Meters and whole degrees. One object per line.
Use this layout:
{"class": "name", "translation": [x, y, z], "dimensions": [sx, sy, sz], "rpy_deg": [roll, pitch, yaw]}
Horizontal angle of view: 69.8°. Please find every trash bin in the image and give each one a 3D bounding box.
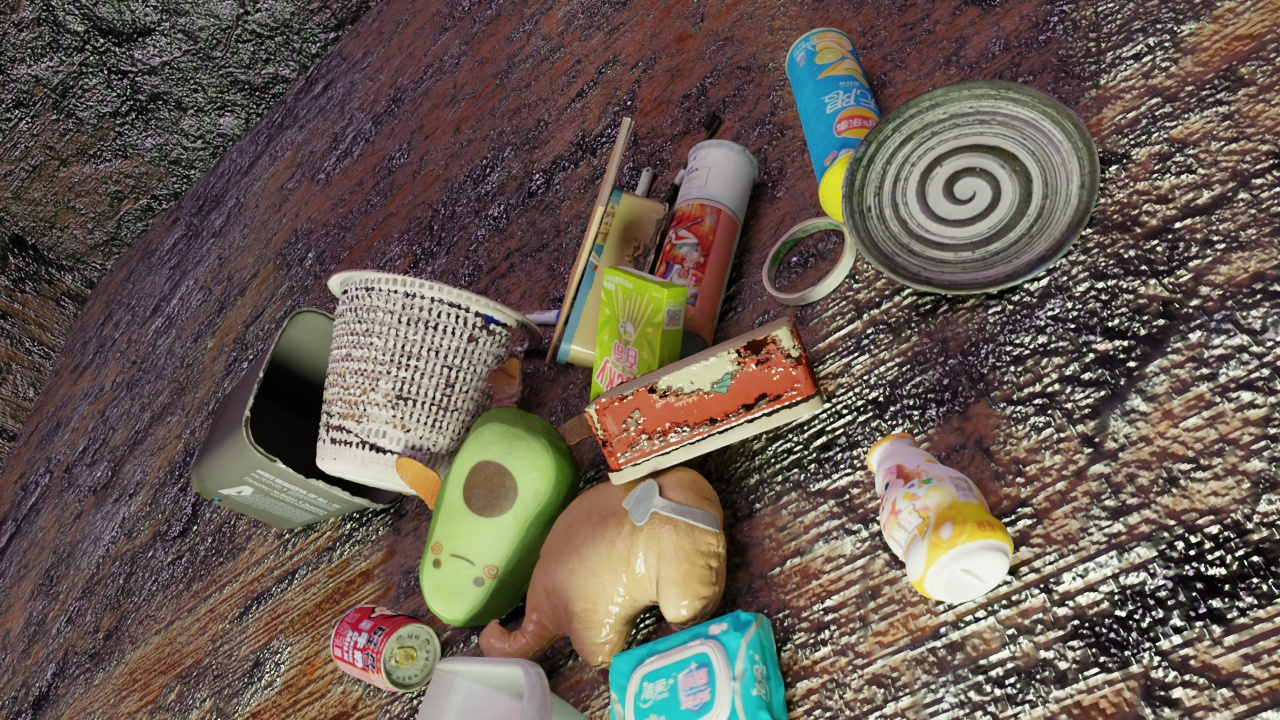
{"class": "trash bin", "translation": [-0.396, 0.088, 1.077], "dimensions": [0.220, 0.199, 0.198], "rpy_deg": [-27, 42, 38]}
{"class": "trash bin", "translation": [-0.231, 0.035, 0.939], "dimensions": [0.228, 0.227, 0.192], "rpy_deg": [-2, 70, 46]}

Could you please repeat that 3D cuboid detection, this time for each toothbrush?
{"class": "toothbrush", "translation": [0.039, -0.194, 0.994], "dimensions": [0.012, 0.017, 0.185], "rpy_deg": [16, 71, 49]}
{"class": "toothbrush", "translation": [-0.013, -0.141, 1.003], "dimensions": [0.020, 0.029, 0.189], "rpy_deg": [109, 179, -60]}

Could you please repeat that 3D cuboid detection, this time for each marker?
{"class": "marker", "translation": [-0.133, -0.049, 1.051], "dimensions": [0.146, 0.017, 0.016], "rpy_deg": [3, 61, 48]}

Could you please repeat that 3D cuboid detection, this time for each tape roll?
{"class": "tape roll", "translation": [0.145, -0.086, 0.789], "dimensions": [0.086, 0.014, 0.085], "rpy_deg": [-28, 41, 28]}

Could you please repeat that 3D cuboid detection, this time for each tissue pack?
{"class": "tissue pack", "translation": [0.033, 0.228, 0.602], "dimensions": [0.134, 0.050, 0.093], "rpy_deg": [-30, 42, 27]}

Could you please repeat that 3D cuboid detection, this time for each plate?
{"class": "plate", "translation": [0.240, -0.127, 0.681], "dimensions": [0.180, 0.024, 0.179], "rpy_deg": [-8, 68, 19]}

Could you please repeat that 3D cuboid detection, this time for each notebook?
{"class": "notebook", "translation": [-0.053, -0.116, 0.915], "dimensions": [0.212, 0.012, 0.149], "rpy_deg": [115, 171, -45]}

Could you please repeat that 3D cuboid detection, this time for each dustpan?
{"class": "dustpan", "translation": [-0.131, 0.297, 0.603], "dimensions": [0.258, 0.142, 0.222], "rpy_deg": [-4, 54, 35]}

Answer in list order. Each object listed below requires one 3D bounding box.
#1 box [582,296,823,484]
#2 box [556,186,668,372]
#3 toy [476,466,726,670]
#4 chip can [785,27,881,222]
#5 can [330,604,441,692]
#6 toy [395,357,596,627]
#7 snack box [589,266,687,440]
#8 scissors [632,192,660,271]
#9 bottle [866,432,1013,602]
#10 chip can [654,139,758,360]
{"class": "box", "translation": [0.045, 0.021, 0.689], "dimensions": [0.168, 0.080, 0.091], "rpy_deg": [-23, 5, 12]}
{"class": "box", "translation": [-0.029, -0.067, 0.869], "dimensions": [0.090, 0.061, 0.184], "rpy_deg": [128, 162, -78]}
{"class": "toy", "translation": [-0.031, 0.162, 0.704], "dimensions": [0.227, 0.082, 0.143], "rpy_deg": [-31, 38, 28]}
{"class": "chip can", "translation": [0.177, -0.215, 0.817], "dimensions": [0.071, 0.071, 0.209], "rpy_deg": [-30, 41, 26]}
{"class": "can", "translation": [-0.233, 0.263, 0.842], "dimensions": [0.094, 0.066, 0.066], "rpy_deg": [-2, 57, 46]}
{"class": "toy", "translation": [-0.122, 0.124, 0.806], "dimensions": [0.227, 0.090, 0.246], "rpy_deg": [19, 86, 27]}
{"class": "snack box", "translation": [-0.005, 0.005, 0.780], "dimensions": [0.086, 0.026, 0.156], "rpy_deg": [26, 116, 47]}
{"class": "scissors", "translation": [0.011, -0.118, 0.947], "dimensions": [0.147, 0.014, 0.171], "rpy_deg": [-1, 64, 45]}
{"class": "bottle", "translation": [0.176, 0.092, 0.559], "dimensions": [0.063, 0.063, 0.108], "rpy_deg": [-39, 37, 15]}
{"class": "chip can", "translation": [0.055, -0.102, 0.852], "dimensions": [0.071, 0.071, 0.214], "rpy_deg": [-11, 52, 41]}
